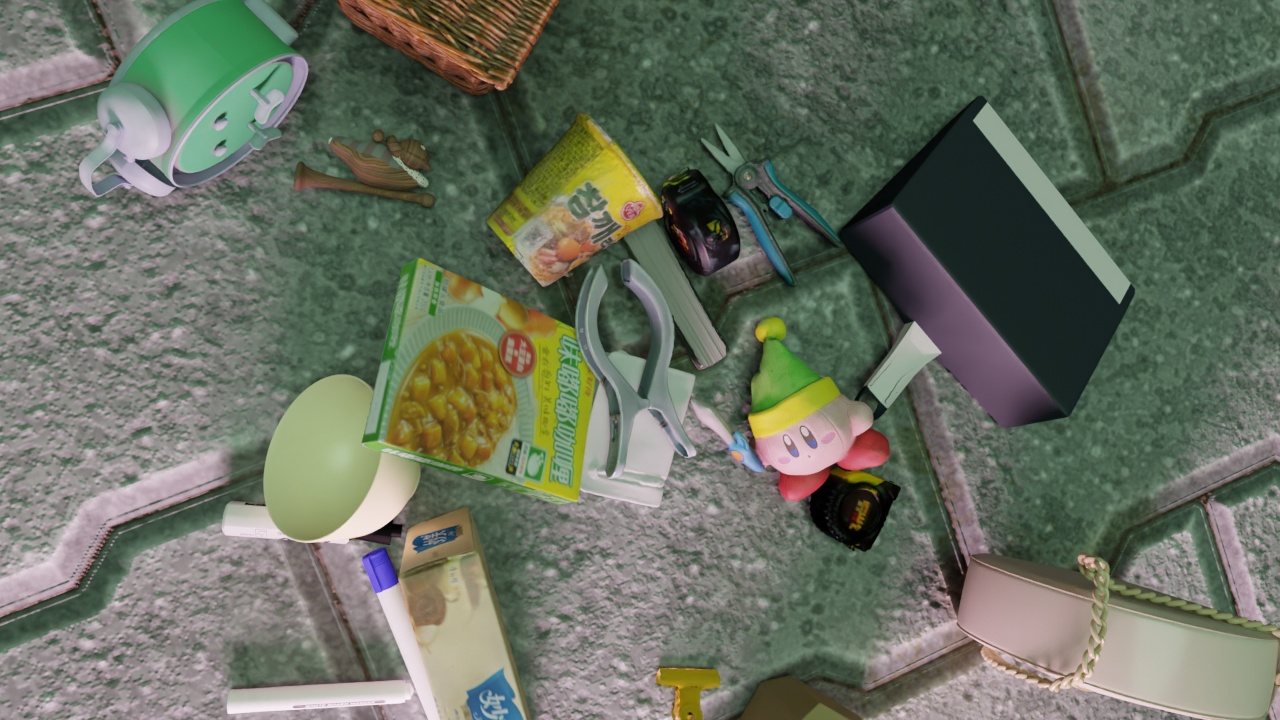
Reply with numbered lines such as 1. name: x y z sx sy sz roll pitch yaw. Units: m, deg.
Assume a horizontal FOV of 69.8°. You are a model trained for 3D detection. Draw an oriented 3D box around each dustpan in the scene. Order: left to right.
1. dustpan: 0.277 -0.051 0.787 0.236 0.080 0.272 47 61 -9

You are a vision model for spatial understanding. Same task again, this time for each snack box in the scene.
1. snack box: -0.116 0.221 0.647 0.055 0.153 0.207 -16 94 -11
2. snack box: -0.105 0.019 0.655 0.168 0.027 0.131 24 63 -38

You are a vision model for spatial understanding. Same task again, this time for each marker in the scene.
1. marker: -0.242 0.122 0.684 0.126 0.025 0.025 7 90 -12
2. marker: -0.240 0.254 0.692 0.133 0.017 0.020 1 127 -12
3. marker: -0.178 0.212 0.702 0.020 0.020 0.141 -21 96 -11

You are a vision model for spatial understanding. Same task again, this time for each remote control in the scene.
1. remote control: 0.028 -0.056 0.745 0.033 0.013 0.136 -32 96 -11

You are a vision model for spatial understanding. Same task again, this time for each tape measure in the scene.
1. tape measure: 0.048 -0.104 0.719 0.042 0.072 0.071 -32 69 -13
2. tape measure: 0.174 0.122 0.769 0.062 0.038 0.067 23 89 -20

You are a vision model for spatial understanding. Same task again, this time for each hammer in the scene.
1. hammer: 0.139 0.365 0.618 0.100 0.325 0.190 33 84 -11

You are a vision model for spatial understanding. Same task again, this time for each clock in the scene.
1. clock: -0.298 -0.163 0.609 0.075 0.122 0.161 44 63 -9

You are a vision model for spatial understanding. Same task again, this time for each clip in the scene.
1. clip: 0.009 0.002 0.707 0.108 0.028 0.163 -9 94 -22
2. clip: 0.040 0.275 0.746 0.053 0.035 0.046 6 82 -14

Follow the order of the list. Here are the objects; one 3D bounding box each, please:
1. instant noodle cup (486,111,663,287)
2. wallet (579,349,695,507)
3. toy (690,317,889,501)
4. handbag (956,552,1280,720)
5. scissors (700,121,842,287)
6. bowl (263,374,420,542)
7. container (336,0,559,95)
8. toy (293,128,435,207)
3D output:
1. instant noodle cup: -0.054 -0.115 0.689 0.108 0.102 0.102 -40 99 0
2. wallet: -0.008 0.055 0.732 0.086 0.032 0.116 21 83 -21
3. toy: 0.121 0.040 0.747 0.124 0.096 0.131 -29 108 29
4. handbag: 0.368 0.206 0.724 0.208 0.211 0.103 14 87 -20
5. scissors: 0.108 -0.127 0.757 0.149 0.019 0.122 11 93 -7
6. bowl: -0.201 0.077 0.661 0.074 0.118 0.118 31 83 -54
7. container: -0.105 -0.311 0.622 0.162 0.183 0.250 31 86 -12
8. toy: -0.200 -0.144 0.680 0.101 0.041 0.055 8 112 -20
